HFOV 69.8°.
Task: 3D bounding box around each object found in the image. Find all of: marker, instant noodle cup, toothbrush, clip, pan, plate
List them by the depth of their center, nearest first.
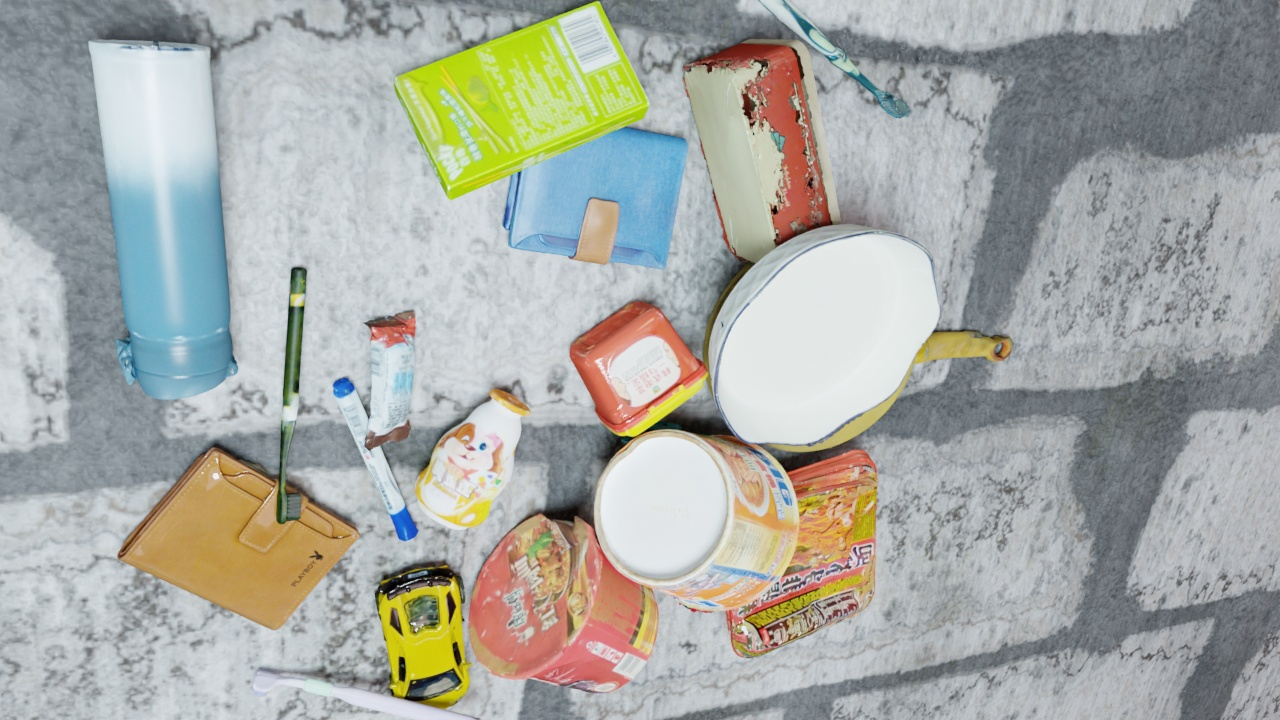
[{"bbox_3d":[-0.246,0.027,0.653,0.017,0.012,0.186,0,100,-38],"label":"toothbrush"},{"bbox_3d":[-0.204,0.078,0.707,0.017,0.017,0.146,-23,118,-16],"label":"marker"},{"bbox_3d":[0.141,-0.020,0.728,0.204,0.045,0.205,-16,133,-18],"label":"plate"},{"bbox_3d":[0.040,0.125,0.743,0.151,0.151,0.111,-56,149,3],"label":"instant noodle cup"},{"bbox_3d":[0.158,-0.250,0.745,0.191,0.018,0.016,28,97,-31],"label":"toothbrush"},{"bbox_3d":[-0.219,0.282,0.750,0.189,0.029,0.021,19,84,-16],"label":"toothbrush"},{"bbox_3d":[-0.058,0.212,0.765,0.138,0.138,0.108,-49,130,-1],"label":"instant noodle cup"},{"bbox_3d":[0.010,0.063,0.804,0.056,0.014,0.041,7,107,-26],"label":"clip"},{"bbox_3d":[0.223,-0.012,0.856,0.357,0.078,0.198,4,111,-20],"label":"pan"},{"bbox_3d":[0.142,0.173,0.870,0.164,0.079,0.189,-14,116,-21],"label":"instant noodle cup"}]

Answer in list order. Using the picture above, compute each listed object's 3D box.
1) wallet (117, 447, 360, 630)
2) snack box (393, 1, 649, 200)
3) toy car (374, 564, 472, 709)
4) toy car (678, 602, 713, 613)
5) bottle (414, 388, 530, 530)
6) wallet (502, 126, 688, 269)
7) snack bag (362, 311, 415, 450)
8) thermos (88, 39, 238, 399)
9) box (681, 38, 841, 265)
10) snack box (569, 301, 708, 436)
[{"bbox_3d":[-0.293,0.134,0.681,0.108,0.031,0.132,-48,123,0],"label":"wallet"},{"bbox_3d":[-0.080,-0.181,0.635,0.156,0.026,0.086,-27,88,-14],"label":"snack box"},{"bbox_3d":[-0.179,0.239,0.769,0.071,0.041,0.156,-9,115,-20],"label":"toy car"},{"bbox_3d":[0.051,0.178,0.845,0.045,0.052,0.121,-3,117,0],"label":"toy car"},{"bbox_3d":[-0.128,0.076,0.715,0.063,0.063,0.108,29,96,-31],"label":"bottle"},{"bbox_3d":[-0.033,-0.127,0.695,0.133,0.040,0.106,6,103,-25],"label":"wallet"},{"bbox_3d":[-0.185,0.016,0.683,0.045,0.026,0.105,-21,123,-57],"label":"snack bag"},{"bbox_3d":[-0.295,-0.084,0.571,0.070,0.070,0.221,-4,111,-24],"label":"thermos"},{"bbox_3d":[0.090,-0.153,0.709,0.078,0.091,0.168,-28,119,-17],"label":"box"},{"bbox_3d":[-0.004,0.004,0.736,0.091,0.082,0.080,-35,111,-10],"label":"snack box"}]
